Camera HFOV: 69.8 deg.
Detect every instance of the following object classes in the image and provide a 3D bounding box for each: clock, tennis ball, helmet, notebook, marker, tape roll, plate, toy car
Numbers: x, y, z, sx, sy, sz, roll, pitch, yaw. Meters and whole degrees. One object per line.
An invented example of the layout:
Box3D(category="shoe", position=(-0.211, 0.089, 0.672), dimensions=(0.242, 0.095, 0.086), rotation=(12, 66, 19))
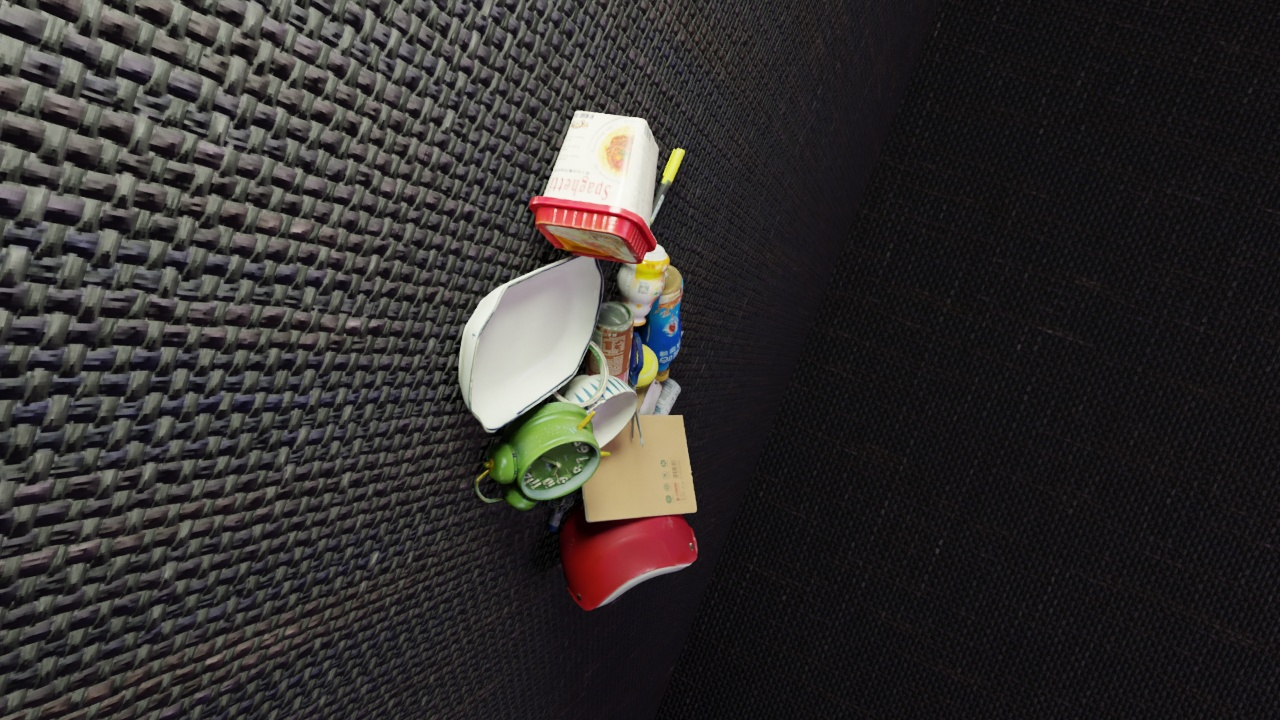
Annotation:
Box3D(category="clock", position=(-0.117, 0.116, 1.059), dimensions=(0.161, 0.056, 0.116), rotation=(-27, 141, -8))
Box3D(category="tennis ball", position=(-0.008, 0.008, 1.306), dimensions=(0.065, 0.065, 0.066), rotation=(-56, 160, -33))
Box3D(category="helmet", position=(-0.034, 0.258, 1.388), dimensions=(0.207, 0.144, 0.240), rotation=(-24, -176, -7))
Box3D(category="notebook", position=(-0.004, 0.148, 1.298), dimensions=(0.207, 0.008, 0.147), rotation=(3, 73, -42))
Box3D(category="marker", position=(0.027, -0.222, 1.213), dimensions=(0.124, 0.015, 0.018), rotation=(-66, 163, 5))
Box3D(category="tape roll", position=(-0.077, 0.013, 1.084), dimensions=(0.014, 0.086, 0.085), rotation=(-15, -141, 56))
Box3D(category="plate", position=(-0.115, -0.029, 0.965), dimensions=(0.265, 0.034, 0.162), rotation=(-38, 143, -58))
Box3D(category="marker", position=(-0.101, 0.178, 1.323), dimensions=(0.146, 0.017, 0.017), rotation=(-67, 164, 0))
Box3D(category="toy car", position=(-0.100, 0.164, 1.284), dimensions=(0.105, 0.031, 0.049), rotation=(-65, 164, -5))

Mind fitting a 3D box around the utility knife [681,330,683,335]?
Box3D(category="utility knife", position=(0.044, -0.041, 1.493), dimensions=(0.034, 0.018, 0.187), rotation=(-58, 166, 10))

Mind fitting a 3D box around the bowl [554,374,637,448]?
Box3D(category="bowl", position=(-0.067, 0.061, 1.161), dimensions=(0.116, 0.066, 0.117), rotation=(-34, 155, -19))

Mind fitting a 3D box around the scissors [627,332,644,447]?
Box3D(category="scissors", position=(-0.014, 0.026, 1.245), dimensions=(0.012, 0.160, 0.164), rotation=(-10, 143, -19))

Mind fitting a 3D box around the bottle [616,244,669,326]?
Box3D(category="bottle", position=(-0.001, -0.099, 1.197), dimensions=(0.063, 0.063, 0.109), rotation=(-43, 151, -55))

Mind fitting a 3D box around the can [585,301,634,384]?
Box3D(category="can", position=(-0.042, -0.006, 1.196), dimensions=(0.057, 0.058, 0.148), rotation=(-52, 158, -43))

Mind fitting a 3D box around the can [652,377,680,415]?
Box3D(category="can", position=(0.009, 0.094, 1.487), dimensions=(0.146, 0.058, 0.058), rotation=(-61, 162, -19))

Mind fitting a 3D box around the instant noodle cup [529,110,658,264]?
Box3D(category="instant noodle cup", position=(-0.036, -0.174, 0.921), dimensions=(0.116, 0.116, 0.124), rotation=(45, 58, -72))

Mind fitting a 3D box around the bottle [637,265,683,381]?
Box3D(category="bottle", position=(0.027, -0.046, 1.342), dimensions=(0.065, 0.065, 0.219), rotation=(-56, 160, -34))

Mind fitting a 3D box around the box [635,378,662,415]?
Box3D(category="box", position=(-0.026, 0.089, 1.372), dimensions=(0.090, 0.061, 0.184), rotation=(45, 66, -73))
